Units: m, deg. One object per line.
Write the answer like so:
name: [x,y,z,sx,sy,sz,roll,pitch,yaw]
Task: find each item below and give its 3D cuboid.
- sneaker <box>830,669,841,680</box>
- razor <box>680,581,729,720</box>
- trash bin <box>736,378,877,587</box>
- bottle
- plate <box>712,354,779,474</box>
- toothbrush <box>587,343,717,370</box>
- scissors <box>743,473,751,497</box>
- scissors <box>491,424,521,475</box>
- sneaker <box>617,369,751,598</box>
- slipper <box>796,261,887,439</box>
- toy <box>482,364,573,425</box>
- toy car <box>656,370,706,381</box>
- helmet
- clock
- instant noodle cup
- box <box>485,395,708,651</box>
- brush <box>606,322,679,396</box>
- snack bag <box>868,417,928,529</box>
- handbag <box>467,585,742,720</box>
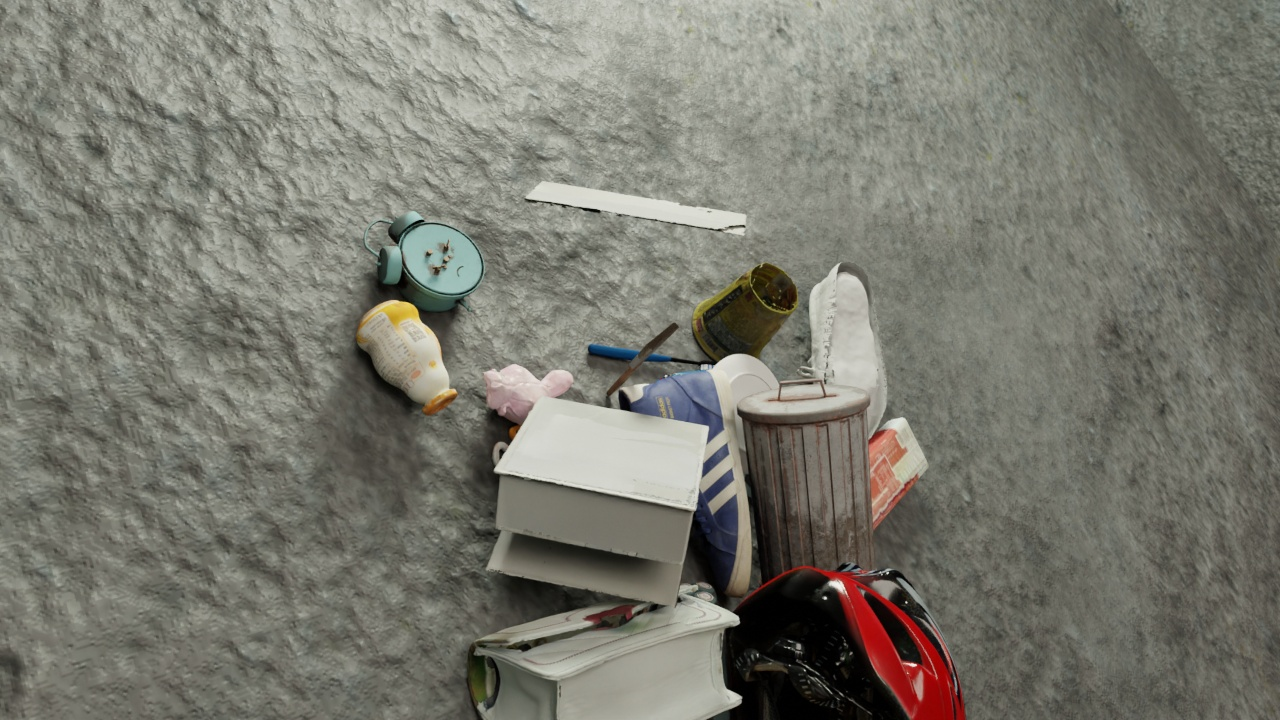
sneaker: [0.260,0.355,0.932,0.124,0.089,0.239,7,67,-41]
razor: [0.060,0.283,0.871,0.047,0.052,0.142,2,71,-30]
trash bin: [0.170,0.123,0.925,0.130,0.131,0.211,-14,102,-38]
bottle: [-0.215,-0.001,0.855,0.063,0.063,0.108,-30,81,-41]
plate: [0.121,0.059,1.025,0.134,0.011,0.134,7,79,-38]
toothbrush: [0.017,-0.002,1.038,0.167,0.014,0.014,8,69,-27]
scissors: [0.102,0.113,1.025,0.135,0.015,0.134,37,46,-8]
scissors: [-0.091,0.120,0.892,0.130,0.013,0.070,48,48,3]
sneaker: [0.035,0.125,0.924,0.118,0.091,0.233,-2,80,-14]
slipper: [0.249,-0.005,1.150,0.112,0.075,0.246,9,64,-12]
toy: [-0.110,0.036,0.912,0.109,0.047,0.063,8,56,-38]
toy car: [0.073,0.036,1.032,0.120,0.044,0.056,-2,63,-34]
helmet: [0.183,0.310,0.799,0.166,0.218,0.272,-11,96,-36]
clock: [-0.219,-0.099,0.921,0.124,0.053,0.089,26,50,-17]
instant noodle cup: [0.129,-0.058,1.084,0.102,0.108,0.102,15,56,-23]
box: [-0.046,0.224,0.888,0.169,0.405,0.171,10,35,5]
brush: [-0.006,0.006,0.932,0.008,0.143,0.045,48,56,4]
snack bag: [0.268,0.151,1.081,0.224,0.041,0.077,-32,98,-40]
handbag: [-0.027,0.251,0.768,0.198,0.142,0.096,-6,96,-37]
